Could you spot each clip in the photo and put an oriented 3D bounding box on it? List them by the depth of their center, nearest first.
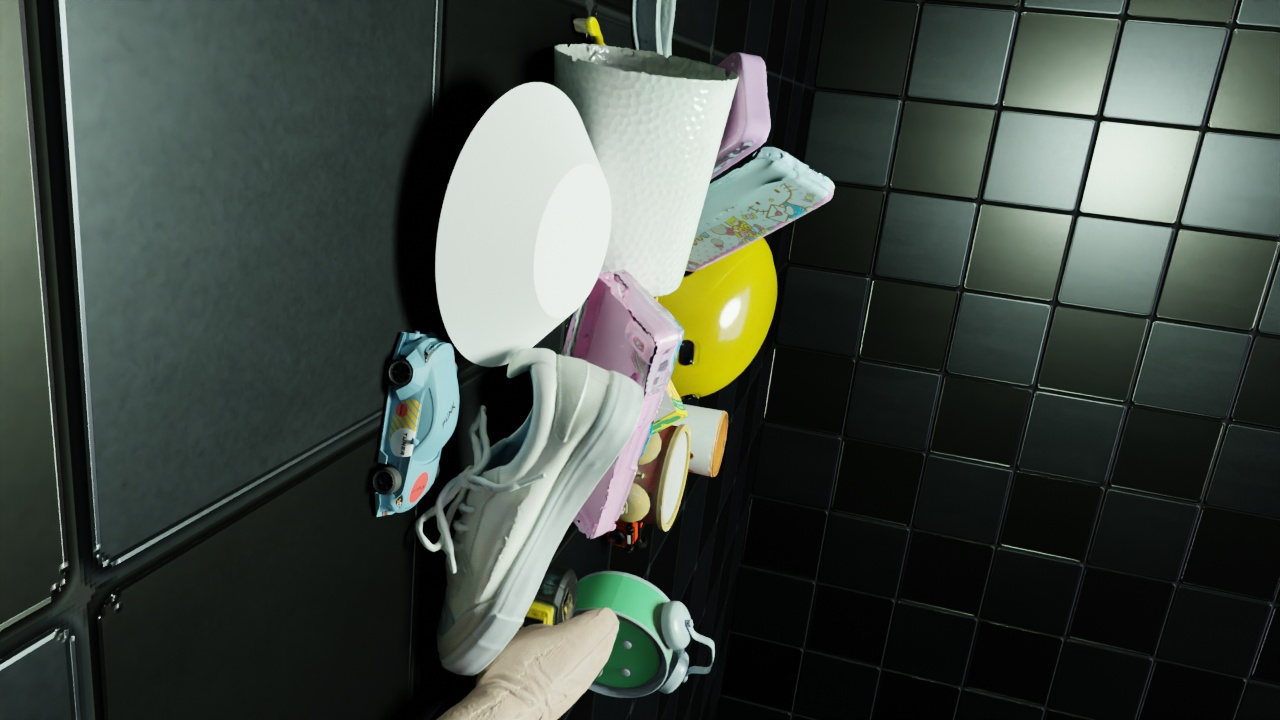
[{"bbox_3d":[0.009,-0.293,0.848,0.163,0.027,0.090,86,21,-45],"label":"clip"}]

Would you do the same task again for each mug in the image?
[{"bbox_3d":[0.049,0.094,1.140,0.082,0.105,0.082,11,89,-77],"label":"mug"}]

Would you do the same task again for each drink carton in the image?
[{"bbox_3d":[-0.005,0.005,0.851,0.122,0.041,0.058,63,9,12],"label":"drink carton"}]

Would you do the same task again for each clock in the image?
[{"bbox_3d":[-0.007,0.281,0.918,0.075,0.162,0.122,-62,159,-55],"label":"clock"},{"bbox_3d":[-0.003,0.119,0.989,0.158,0.081,0.117,17,84,-76],"label":"clock"}]

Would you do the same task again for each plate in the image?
[{"bbox_3d":[-0.055,-0.075,0.555,0.173,0.036,0.174,-50,149,-47],"label":"plate"}]

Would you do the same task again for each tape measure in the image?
[{"bbox_3d":[-0.082,0.219,0.821,0.072,0.042,0.071,79,28,-52],"label":"tape measure"}]

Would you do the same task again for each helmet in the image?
[{"bbox_3d":[0.081,-0.059,1.022,0.209,0.140,0.239,82,12,-53],"label":"helmet"}]

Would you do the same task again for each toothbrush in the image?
[{"bbox_3d":[-0.030,-0.249,0.741,0.135,0.016,0.021,10,89,-79],"label":"toothbrush"}]

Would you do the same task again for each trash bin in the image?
[{"bbox_3d":[-0.008,-0.141,0.684,0.133,0.133,0.161,-53,155,-63],"label":"trash bin"}]

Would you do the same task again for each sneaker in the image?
[{"bbox_3d":[-0.093,0.097,0.597,0.243,0.090,0.089,-60,-166,19],"label":"sneaker"}]

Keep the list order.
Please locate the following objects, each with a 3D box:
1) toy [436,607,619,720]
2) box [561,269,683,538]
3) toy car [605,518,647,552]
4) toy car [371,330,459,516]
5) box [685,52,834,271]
[{"bbox_3d":[-0.116,0.253,0.625,0.197,0.065,0.263,-40,173,36],"label":"toy"},{"bbox_3d":[-0.050,0.047,0.682,0.090,0.084,0.231,-21,145,-36],"label":"box"},{"bbox_3d":[-0.008,0.179,1.085,0.100,0.049,0.051,-62,157,-53],"label":"toy car"},{"bbox_3d":[-0.124,0.038,0.527,0.060,0.027,0.108,-5,105,-77],"label":"toy car"},{"bbox_3d":[0.054,-0.149,0.763,0.062,0.140,0.215,-38,-172,-29],"label":"box"}]
